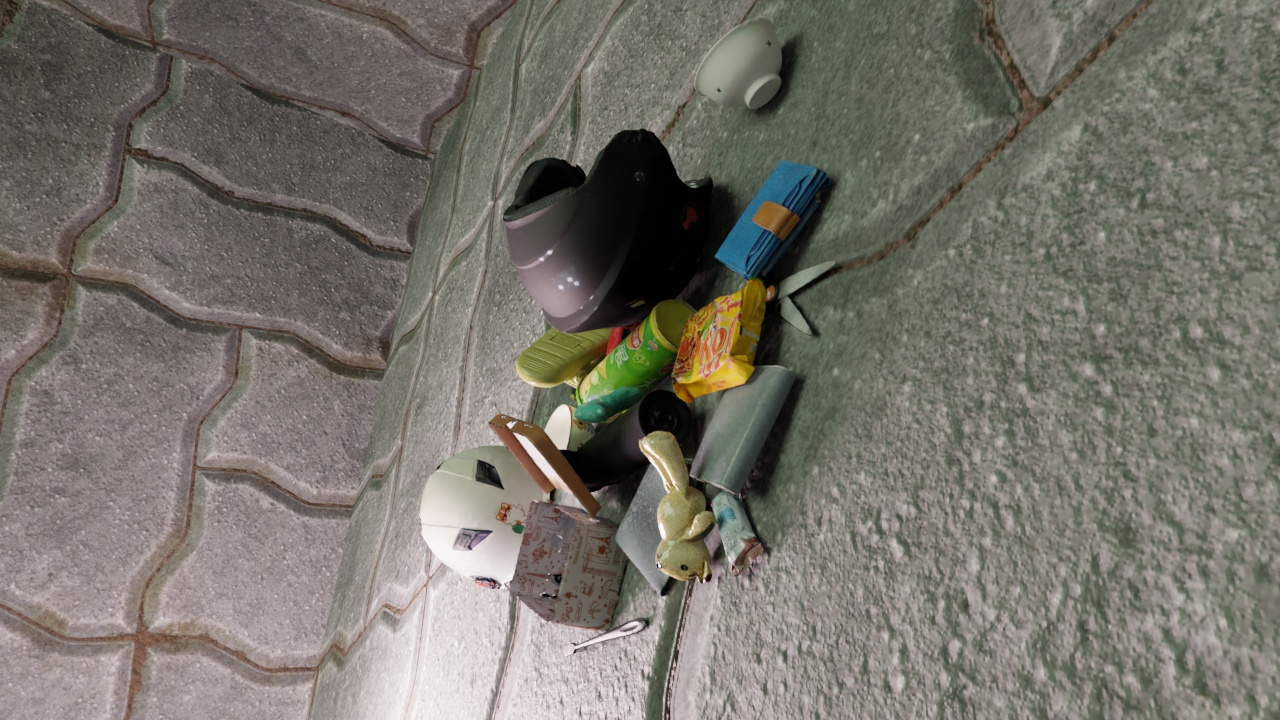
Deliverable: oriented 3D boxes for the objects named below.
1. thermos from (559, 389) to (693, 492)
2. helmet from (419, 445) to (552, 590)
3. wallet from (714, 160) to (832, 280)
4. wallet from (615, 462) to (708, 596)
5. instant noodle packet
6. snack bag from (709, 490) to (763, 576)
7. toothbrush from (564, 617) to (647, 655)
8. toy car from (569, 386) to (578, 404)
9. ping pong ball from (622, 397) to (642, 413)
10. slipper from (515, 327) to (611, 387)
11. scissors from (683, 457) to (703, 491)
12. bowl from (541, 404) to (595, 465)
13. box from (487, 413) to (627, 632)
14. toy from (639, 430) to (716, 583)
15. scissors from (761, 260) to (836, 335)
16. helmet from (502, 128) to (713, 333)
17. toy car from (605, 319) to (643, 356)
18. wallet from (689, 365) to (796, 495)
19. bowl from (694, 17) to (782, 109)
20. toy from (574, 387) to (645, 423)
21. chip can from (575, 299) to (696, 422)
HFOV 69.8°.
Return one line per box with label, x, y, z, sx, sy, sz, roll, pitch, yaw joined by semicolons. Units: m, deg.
thermos;-0.031;0.104;1.100;0.243;0.090;0.068;141;133;-57
helmet;-0.260;0.231;1.441;0.275;0.156;0.229;-9;65;64
wallet;0.137;-0.150;0.973;0.133;0.040;0.106;-56;22;7
wallet;0.023;0.179;0.998;0.097;0.019;0.121;41;115;45
instant noodle packet;0.082;-0.019;0.958;0.129;0.044;0.110;-28;46;58
snack bag;0.090;0.158;0.887;0.045;0.026;0.105;-51;31;25
toothbrush;-0.040;0.323;1.070;0.182;0.018;0.015;-38;48;49
toy car;-0.071;0.049;1.312;0.042;0.035;0.090;-67;29;13
ping pong ball;-0.002;0.066;1.140;0.040;0.040;0.040;-47;33;44
slipper;-0.098;0.000;1.270;0.092;0.190;0.082;26;127;25
scissors;0.036;0.116;1.055;0.163;0.014;0.166;-5;67;65
bowl;-0.094;0.123;1.275;0.114;0.062;0.113;-48;31;42
box;-0.103;0.194;1.138;0.179;0.130;0.272;4;106;65
toy;0.033;0.145;0.915;0.105;0.066;0.157;-7;98;63
scissors;0.129;-0.076;0.979;0.222;0.021;0.224;-47;33;45
helmet;-0.033;-0.156;1.137;0.234;0.274;0.230;8;106;58
toy car;-0.011;-0.047;1.241;0.053;0.045;0.120;12;82;65
wallet;0.101;0.067;0.911;0.129;0.037;0.107;-63;15;-7
bowl;0.131;-0.342;1.102;0.064;0.118;0.119;54;133;15
toy;-0.040;0.054;1.109;0.097;0.091;0.030;-12;97;55
chip can;-0.007;0.007;1.155;0.222;0.072;0.072;-43;36;49
